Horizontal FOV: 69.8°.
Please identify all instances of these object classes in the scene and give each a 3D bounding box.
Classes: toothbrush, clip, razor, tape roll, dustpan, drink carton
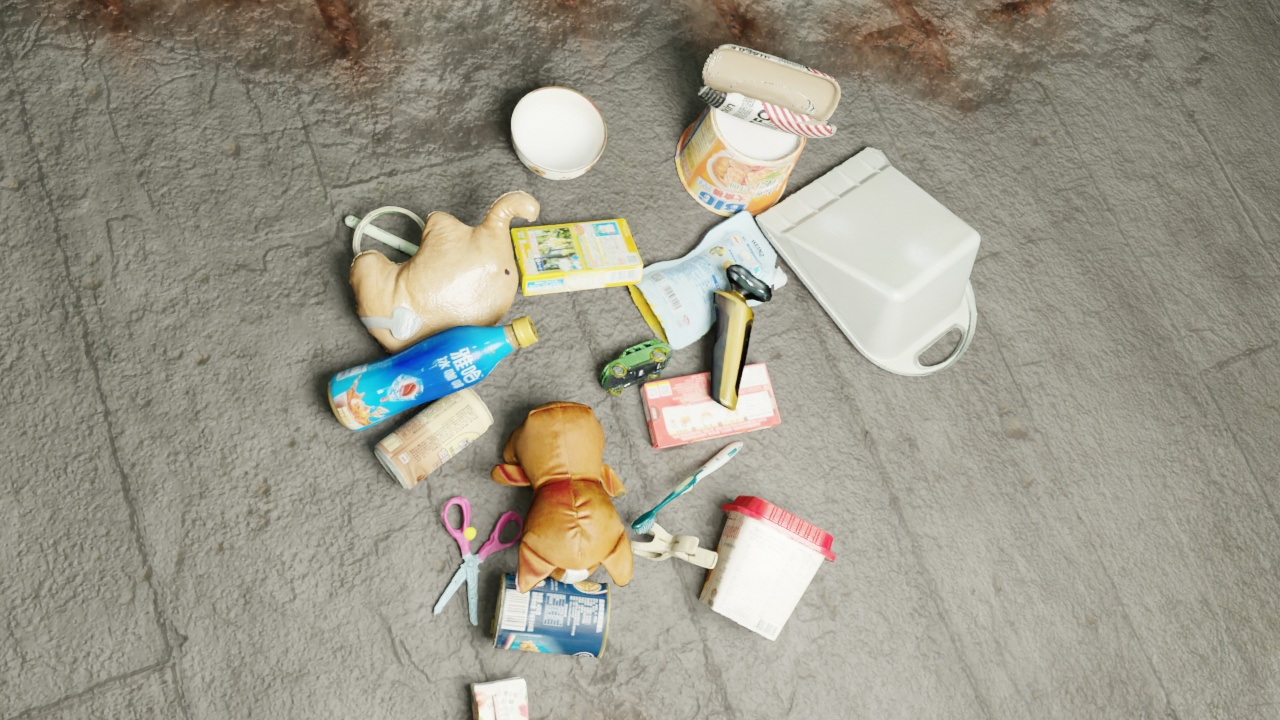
[{"bbox_3d":[-0.248,-0.122,1.043,0.189,0.020,0.029,24,60,-2],"label":"toothbrush"},{"bbox_3d":[0.055,0.137,1.005,0.191,0.016,0.018,-32,118,-39],"label":"toothbrush"},{"bbox_3d":[0.029,0.195,0.968,0.100,0.072,0.034,8,64,38],"label":"clip"},{"bbox_3d":[0.109,-0.025,1.045,0.068,0.062,0.167,5,77,19],"label":"razor"},{"bbox_3d":[-0.277,-0.129,1.026,0.086,0.014,0.086,0,91,-1],"label":"tape roll"},{"bbox_3d":[0.307,-0.111,1.160,0.222,0.143,0.258,-34,57,-24],"label":"dustpan"},{"bbox_3d":[-0.135,0.376,0.895,0.053,0.046,0.122,-3,74,-15],"label":"drink carton"}]

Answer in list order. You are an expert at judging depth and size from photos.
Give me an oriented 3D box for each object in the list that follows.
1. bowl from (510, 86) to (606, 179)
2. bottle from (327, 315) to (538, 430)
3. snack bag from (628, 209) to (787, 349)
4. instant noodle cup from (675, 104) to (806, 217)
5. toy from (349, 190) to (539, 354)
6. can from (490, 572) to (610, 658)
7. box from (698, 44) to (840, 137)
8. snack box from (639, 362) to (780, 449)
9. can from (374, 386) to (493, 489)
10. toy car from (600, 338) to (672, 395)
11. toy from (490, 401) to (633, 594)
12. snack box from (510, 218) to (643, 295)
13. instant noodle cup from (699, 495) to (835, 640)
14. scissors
[{"bbox_3d":[-0.100,-0.263,1.099,0.113,0.062,0.113,3,72,-10],"label":"bowl"},{"bbox_3d":[-0.211,0.007,0.949,0.219,0.065,0.065,-21,77,3],"label":"bottle"},{"bbox_3d":[0.085,-0.097,1.102,0.190,0.039,0.110,-30,76,-22],"label":"snack bag"},{"bbox_3d":[0.129,-0.267,1.126,0.151,0.112,0.151,4,72,-12],"label":"instant noodle cup"},{"bbox_3d":[-0.197,-0.092,0.994,0.226,0.082,0.143,-32,108,-9],"label":"toy"},{"bbox_3d":[-0.092,0.257,0.927,0.111,0.075,0.075,9,71,-10],"label":"can"},{"bbox_3d":[0.149,-0.309,1.044,0.163,0.076,0.088,13,92,-6],"label":"box"},{"bbox_3d":[0.081,0.052,1.058,0.152,0.025,0.075,-10,76,-15],"label":"snack box"},{"bbox_3d":[-0.217,0.079,0.964,0.116,0.059,0.058,-38,84,-20],"label":"can"},{"bbox_3d":[-0.006,0.006,1.044,0.091,0.043,0.036,-25,64,-27],"label":"toy car"},{"bbox_3d":[-0.080,0.144,0.947,0.140,0.131,0.199,-7,53,-13],"label":"toy"},{"bbox_3d":[-0.075,-0.121,1.058,0.140,0.034,0.086,-6,49,-16],"label":"snack box"},{"bbox_3d":[0.127,0.220,0.975,0.116,0.116,0.124,28,79,-3],"label":"instant noodle cup"},{"bbox_3d":[-0.168,0.208,0.960,0.113,0.017,0.134,-2,77,-18],"label":"scissors"}]
